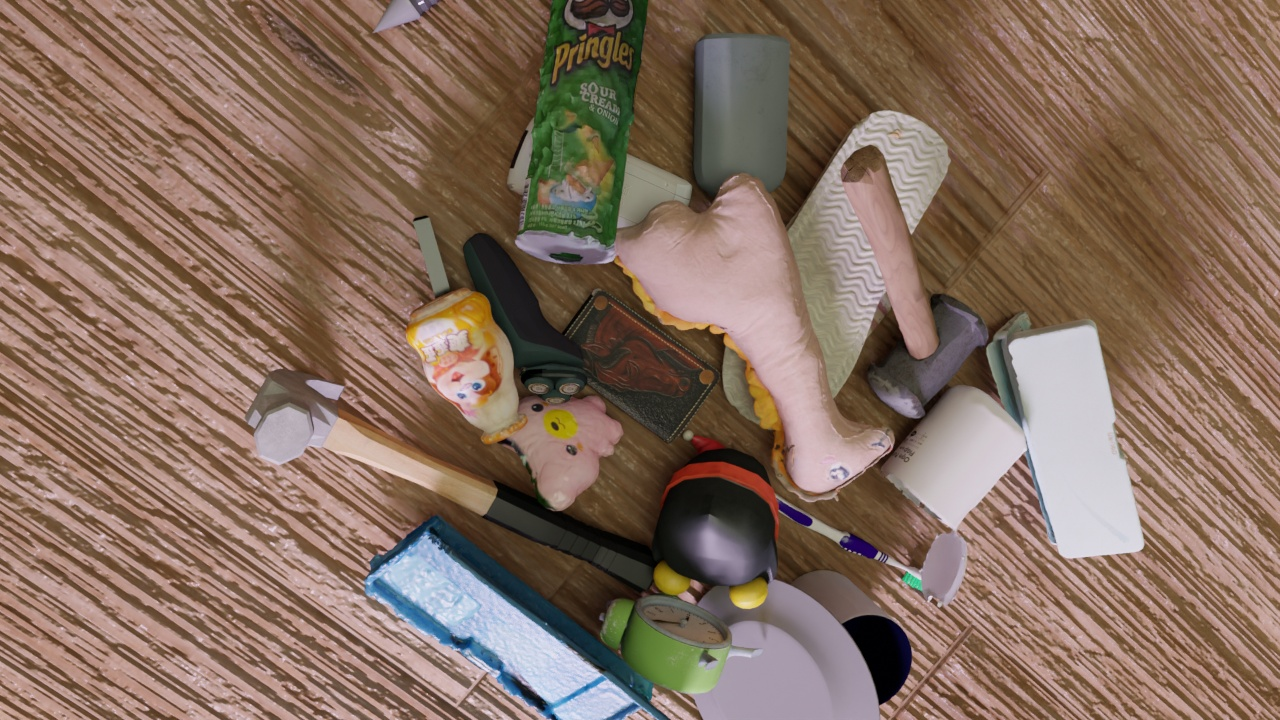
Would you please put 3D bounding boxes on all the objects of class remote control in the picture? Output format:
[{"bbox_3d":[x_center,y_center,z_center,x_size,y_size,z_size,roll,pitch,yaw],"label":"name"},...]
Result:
[{"bbox_3d":[-0.030,-0.134,0.703,0.138,0.025,0.060,22,94,-10],"label":"remote control"},{"bbox_3d":[-0.145,-0.034,0.692,0.013,0.034,0.150,-16,100,-11],"label":"remote control"}]

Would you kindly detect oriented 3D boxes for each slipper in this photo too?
[{"bbox_3d":[0.152,-0.067,0.726,0.115,0.052,0.263,25,106,-2],"label":"slipper"}]

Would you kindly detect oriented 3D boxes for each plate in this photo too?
[{"bbox_3d":[0.103,0.257,0.719,0.012,0.179,0.178,-12,103,-48],"label":"plate"}]

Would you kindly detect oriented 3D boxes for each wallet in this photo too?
[{"bbox_3d":[-0.004,0.004,0.730,0.123,0.019,0.072,36,91,-13],"label":"wallet"}]

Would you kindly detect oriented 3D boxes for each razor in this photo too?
[{"bbox_3d":[-0.089,-0.033,0.687,0.052,0.047,0.143,-23,79,-42],"label":"razor"}]

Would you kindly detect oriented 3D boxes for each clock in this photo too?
[{"bbox_3d":[0.022,0.215,0.712,0.094,0.119,0.042,12,100,-50],"label":"clock"}]

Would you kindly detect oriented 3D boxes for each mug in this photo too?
[{"bbox_3d":[0.150,0.218,0.748,0.112,0.097,0.078,30,92,-13],"label":"mug"}]

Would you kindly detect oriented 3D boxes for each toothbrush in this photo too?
[{"bbox_3d":[0.180,0.156,0.787,0.186,0.015,0.016,29,97,-12],"label":"toothbrush"}]

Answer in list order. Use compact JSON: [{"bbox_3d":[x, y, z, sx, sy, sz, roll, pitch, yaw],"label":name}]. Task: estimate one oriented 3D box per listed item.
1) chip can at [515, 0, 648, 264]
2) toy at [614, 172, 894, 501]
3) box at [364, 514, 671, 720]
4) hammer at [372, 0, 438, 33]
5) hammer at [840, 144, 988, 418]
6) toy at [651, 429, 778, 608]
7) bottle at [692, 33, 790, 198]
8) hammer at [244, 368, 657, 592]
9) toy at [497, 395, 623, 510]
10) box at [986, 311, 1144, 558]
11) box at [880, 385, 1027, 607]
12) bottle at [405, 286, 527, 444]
[{"bbox_3d":[-0.039,-0.181,0.648,0.075,0.075,0.223,8,84,-11],"label":"chip can"},{"bbox_3d":[0.074,-0.005,0.699,0.196,0.065,0.264,-11,111,21],"label":"toy"},{"bbox_3d":[-0.078,0.202,0.682,0.232,0.173,0.066,43,53,-17],"label":"box"},{"bbox_3d":[-0.066,-0.340,0.663,0.322,0.043,0.156,-39,102,0],"label":"hammer"},{"bbox_3d":[0.185,-0.050,0.641,0.098,0.328,0.052,-48,58,-2],"label":"hammer"},{"bbox_3d":[0.063,0.116,0.715,0.097,0.119,0.100,7,129,13],"label":"toy"},{"bbox_3d":[0.076,-0.164,0.707,0.072,0.046,0.161,-1,98,-10],"label":"bottle"},{"bbox_3d":[-0.127,0.096,0.683,0.328,0.131,0.039,29,92,-22],"label":"hammer"},{"bbox_3d":[-0.059,0.062,0.704,0.093,0.050,0.102,-26,60,-22],"label":"toy"},{"bbox_3d":[0.353,0.058,0.771,0.086,0.096,0.199,-13,101,23],"label":"box"},{"bbox_3d":[0.255,0.112,0.756,0.118,0.084,0.160,42,91,-10],"label":"box"},{"bbox_3d":[-0.119,0.005,0.650,0.063,0.063,0.108,-27,102,-6],"label":"bottle"}]
